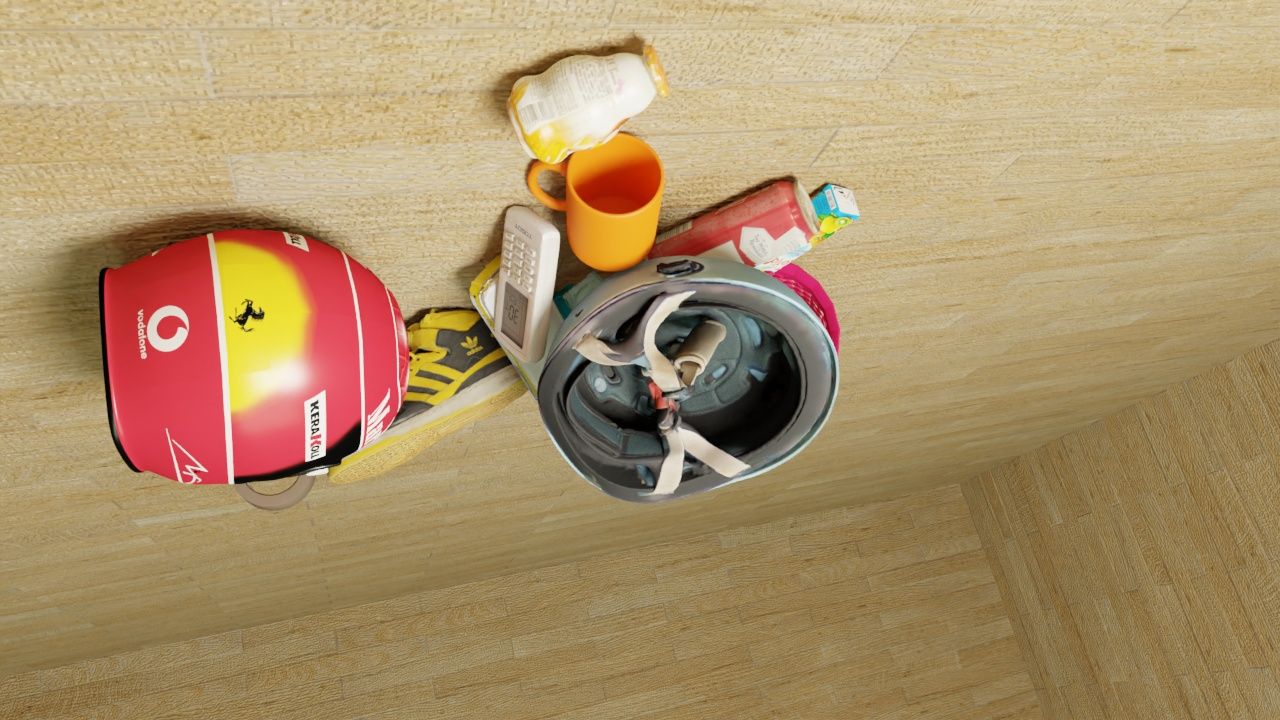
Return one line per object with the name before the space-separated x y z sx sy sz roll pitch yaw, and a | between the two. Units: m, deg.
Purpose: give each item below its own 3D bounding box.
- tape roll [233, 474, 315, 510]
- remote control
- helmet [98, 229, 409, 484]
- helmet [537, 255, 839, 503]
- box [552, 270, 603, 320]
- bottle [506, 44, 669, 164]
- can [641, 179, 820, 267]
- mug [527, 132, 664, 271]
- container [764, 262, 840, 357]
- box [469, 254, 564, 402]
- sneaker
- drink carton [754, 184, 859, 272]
tape roll | -0.444 0.133 1.113 0.093 0.093 0.030 -10 162 -13
remote control | -0.102 -0.066 0.818 0.025 0.060 0.139 -16 130 -38
helmet | -0.306 0.002 0.752 0.224 0.197 0.272 -5 168 -24
helmet | 0.043 0.000 0.841 0.266 0.166 0.226 -11 122 13
box | -0.007 0.007 0.989 0.182 0.227 0.039 -32 -164 40
bottle | -0.035 -0.180 0.635 0.109 0.063 0.063 -19 161 11
can | 0.086 -0.116 0.894 0.170 0.067 0.067 -22 160 20
mug | -0.040 -0.134 0.762 0.112 0.077 0.096 15 159 2
container | 0.148 -0.009 1.108 0.183 0.183 0.225 -18 169 10
box | -0.100 -0.015 0.925 0.045 0.065 0.210 20 150 37
sneaker | -0.231 0.025 0.939 0.237 0.122 0.086 -27 165 -34
drink carton | 0.163 -0.133 0.945 0.044 0.038 0.129 2 155 -40
